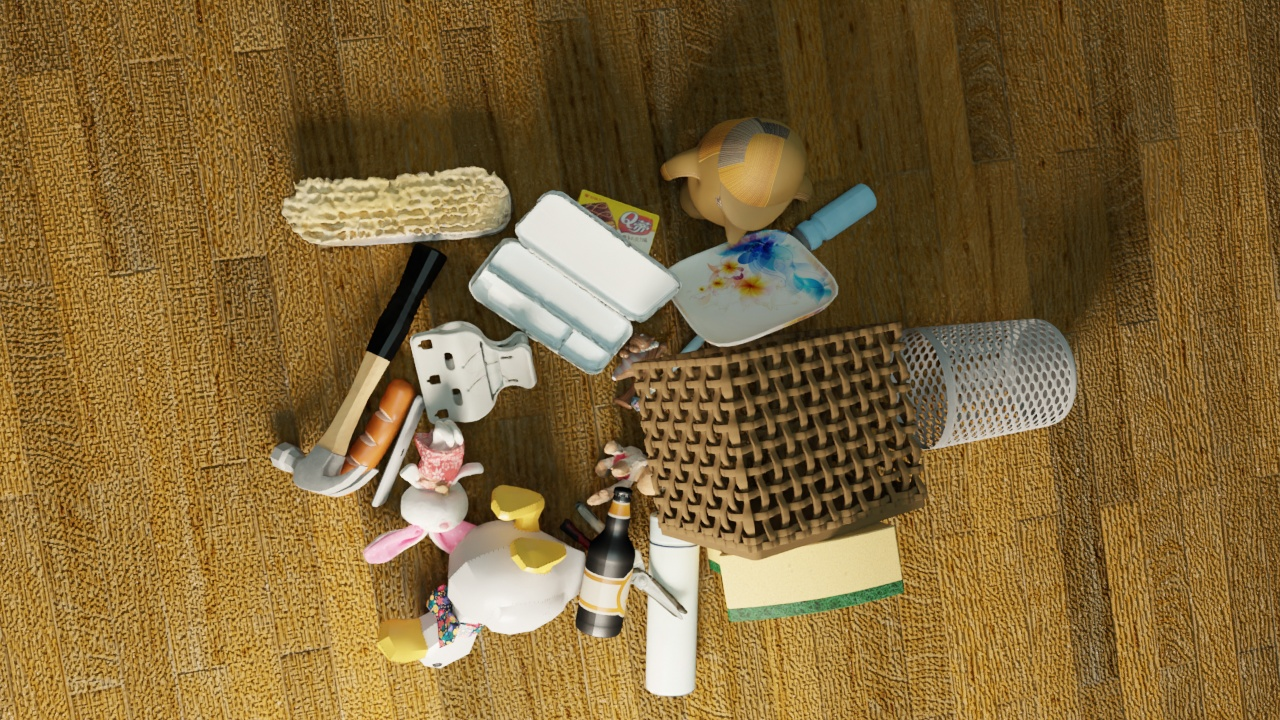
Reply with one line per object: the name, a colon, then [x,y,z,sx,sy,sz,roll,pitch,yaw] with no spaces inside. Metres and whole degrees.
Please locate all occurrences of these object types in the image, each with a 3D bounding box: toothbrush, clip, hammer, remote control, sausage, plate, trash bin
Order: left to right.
hammer: [-0.328,0.009,1.122,0.131,0.039,0.328,21,81,27]
sausage: [-0.332,0.097,1.141,0.044,0.039,0.164,36,86,-41]
remote control: [-0.300,0.112,1.144,0.008,0.045,0.146,22,89,1]
clip: [-0.203,0.010,1.136,0.143,0.074,0.125,-13,117,-11]
toothbrush: [0.044,0.006,1.202,0.155,0.016,0.022,-46,59,-4]
plate: [0.135,-0.090,1.147,0.187,0.187,0.016,-22,132,-8]
trash bin: [0.441,0.025,1.189,0.183,0.156,0.156,-7,92,-10]

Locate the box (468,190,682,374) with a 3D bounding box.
box: [-0.080,-0.093,1.122,0.209,0.061,0.193,32,114,-22]

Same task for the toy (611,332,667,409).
toy: [-0.007,0.007,1.184,0.055,0.042,0.101,42,77,-29]

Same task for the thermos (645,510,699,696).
thermos: [0.042,0.311,1.186,0.068,0.068,0.230,1,91,-8]

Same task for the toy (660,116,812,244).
toy: [0.132,-0.221,1.112,0.198,0.203,0.162,9,91,-8]

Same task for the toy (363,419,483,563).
toy: [-0.249,0.163,1.129,0.159,0.084,0.194,6,107,-29]

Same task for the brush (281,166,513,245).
brush: [-0.294,-0.188,1.130,0.271,0.057,0.083,-4,90,-8]

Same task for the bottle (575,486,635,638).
bottle: [-0.037,0.245,1.130,0.059,0.059,0.182,10,96,-8]

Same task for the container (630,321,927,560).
container: [0.159,0.085,1.085,0.251,0.220,0.214,-11,93,-27]

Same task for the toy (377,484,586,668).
toy: [-0.175,0.279,1.116,0.246,0.140,0.268,3,132,-36]

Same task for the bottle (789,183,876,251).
bottle: [0.249,-0.184,1.212,0.130,0.040,0.040,-34,96,-5]

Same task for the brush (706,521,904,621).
brush: [0.185,0.228,1.108,0.195,0.250,0.075,-9,93,-1]

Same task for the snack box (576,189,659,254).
snack box: [-0.039,-0.152,1.154,0.105,0.061,0.083,18,73,-8]

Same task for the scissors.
scissors: [-0.025,0.261,1.167,0.146,0.015,0.187,-19,80,12]

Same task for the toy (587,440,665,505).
toy: [-0.010,0.151,1.179,0.106,0.074,0.085,14,122,-28]
